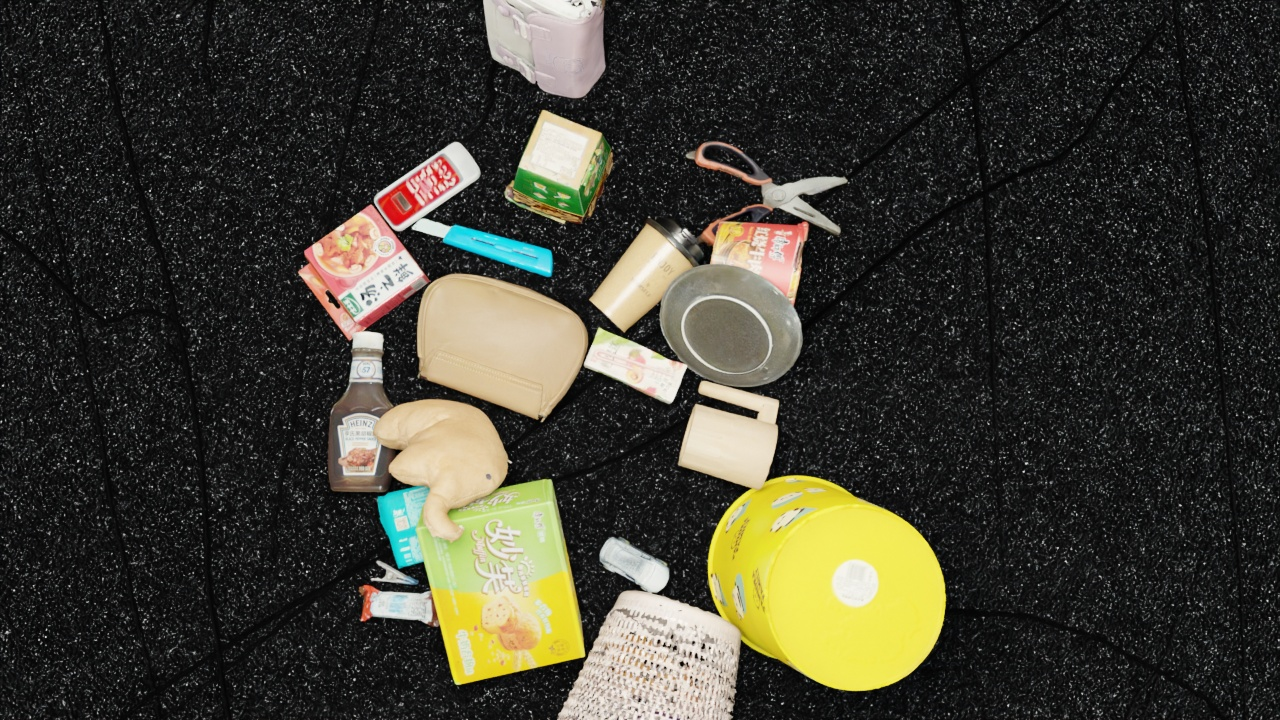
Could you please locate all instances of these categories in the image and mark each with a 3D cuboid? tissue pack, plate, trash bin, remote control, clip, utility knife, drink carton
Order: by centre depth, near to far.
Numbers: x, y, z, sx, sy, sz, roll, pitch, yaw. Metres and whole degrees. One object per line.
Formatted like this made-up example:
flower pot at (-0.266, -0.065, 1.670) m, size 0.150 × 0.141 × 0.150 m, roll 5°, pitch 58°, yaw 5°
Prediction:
trash bin at (0.204, 0.247, 1.029) m, size 0.229 × 0.255 × 0.229 m, roll 0°, pitch 84°, yaw -3°
trash bin at (0.019, 0.376, 1.041) m, size 0.227 × 0.228 × 0.191 m, roll 19°, pitch 71°, yaw -1°
plate at (0.105, -0.035, 1.106) m, size 0.179 × 0.180 × 0.024 m, roll 31°, pitch 42°, yaw 1°
tissue pack at (-0.247, 0.193, 1.114) m, size 0.133 × 0.050 × 0.093 m, roll -15°, pitch 88°, yaw -4°
clip at (-0.299, 0.265, 1.117) m, size 0.056 × 0.024 × 0.026 m, roll 17°, pitch 80°, yaw 3°
drink carton at (-0.007, 0.007, 1.149) m, size 0.122 × 0.045 × 0.053 m, roll 23°, pitch 84°, yaw 0°
utility knife at (-0.199, -0.148, 1.169) m, size 0.187 × 0.018 × 0.034 m, roll 16°, pitch 84°, yaw 0°
remote control at (-0.272, -0.222, 1.172) m, size 0.136 × 0.020 × 0.056 m, roll -36°, pitch 86°, yaw -6°

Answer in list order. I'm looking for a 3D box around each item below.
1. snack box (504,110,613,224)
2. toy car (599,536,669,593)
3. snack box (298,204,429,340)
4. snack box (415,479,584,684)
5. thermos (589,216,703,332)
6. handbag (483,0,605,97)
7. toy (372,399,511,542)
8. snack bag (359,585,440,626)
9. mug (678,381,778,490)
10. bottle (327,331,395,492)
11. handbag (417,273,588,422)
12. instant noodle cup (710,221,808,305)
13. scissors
snack box at (-0.100, -0.247, 1.140) m, size 0.117 × 0.106 × 0.118 m, roll 21°, pitch 82°, yaw 0°
toy car at (-0.006, 0.252, 1.130) m, size 0.090 × 0.034 × 0.043 m, roll 30°, pitch 80°, yaw -1°
snack box at (-0.349, -0.109, 1.143) m, size 0.127 × 0.044 × 0.113 m, roll -38°, pitch 87°, yaw -6°
snack box at (-0.160, 0.258, 1.069) m, size 0.157 × 0.070 × 0.210 m, roll -11°, pitch 106°, yaw -4°
thermos at (0.006, -0.107, 1.143) m, size 0.093 × 0.093 × 0.143 m, roll 43°, pitch 90°, yaw 2°
handbag at (-0.114, -0.410, 1.112) m, size 0.145 × 0.197 × 0.098 m, roll 29°, pitch 81°, yaw 0°
toy at (-0.218, 0.117, 1.050) m, size 0.143 × 0.226 × 0.083 m, roll -10°, pitch 122°, yaw -24°
snack bag at (-0.290, 0.297, 1.113) m, size 0.105 × 0.026 × 0.045 m, roll 5°, pitch 75°, yaw -3°
mug at (0.111, 0.088, 1.136) m, size 0.103 × 0.084 × 0.124 m, roll 16°, pitch 59°, yaw 0°
bottle at (-0.339, 0.063, 1.127) m, size 0.080 × 0.044 × 0.194 m, roll 1°, pitch 83°, yaw -4°
handbag at (-0.170, -0.021, 1.121) m, size 0.204 × 0.100 × 0.148 m, roll 20°, pitch 91°, yaw -1°
instant noodle cup at (0.141, -0.109, 1.132) m, size 0.108 × 0.138 × 0.138 m, roll 11°, pitch 83°, yaw 7°
scissors at (0.159, -0.217, 1.197) m, size 0.226 × 0.015 × 0.189 m, roll -28°, pitch 86°, yaw -6°
